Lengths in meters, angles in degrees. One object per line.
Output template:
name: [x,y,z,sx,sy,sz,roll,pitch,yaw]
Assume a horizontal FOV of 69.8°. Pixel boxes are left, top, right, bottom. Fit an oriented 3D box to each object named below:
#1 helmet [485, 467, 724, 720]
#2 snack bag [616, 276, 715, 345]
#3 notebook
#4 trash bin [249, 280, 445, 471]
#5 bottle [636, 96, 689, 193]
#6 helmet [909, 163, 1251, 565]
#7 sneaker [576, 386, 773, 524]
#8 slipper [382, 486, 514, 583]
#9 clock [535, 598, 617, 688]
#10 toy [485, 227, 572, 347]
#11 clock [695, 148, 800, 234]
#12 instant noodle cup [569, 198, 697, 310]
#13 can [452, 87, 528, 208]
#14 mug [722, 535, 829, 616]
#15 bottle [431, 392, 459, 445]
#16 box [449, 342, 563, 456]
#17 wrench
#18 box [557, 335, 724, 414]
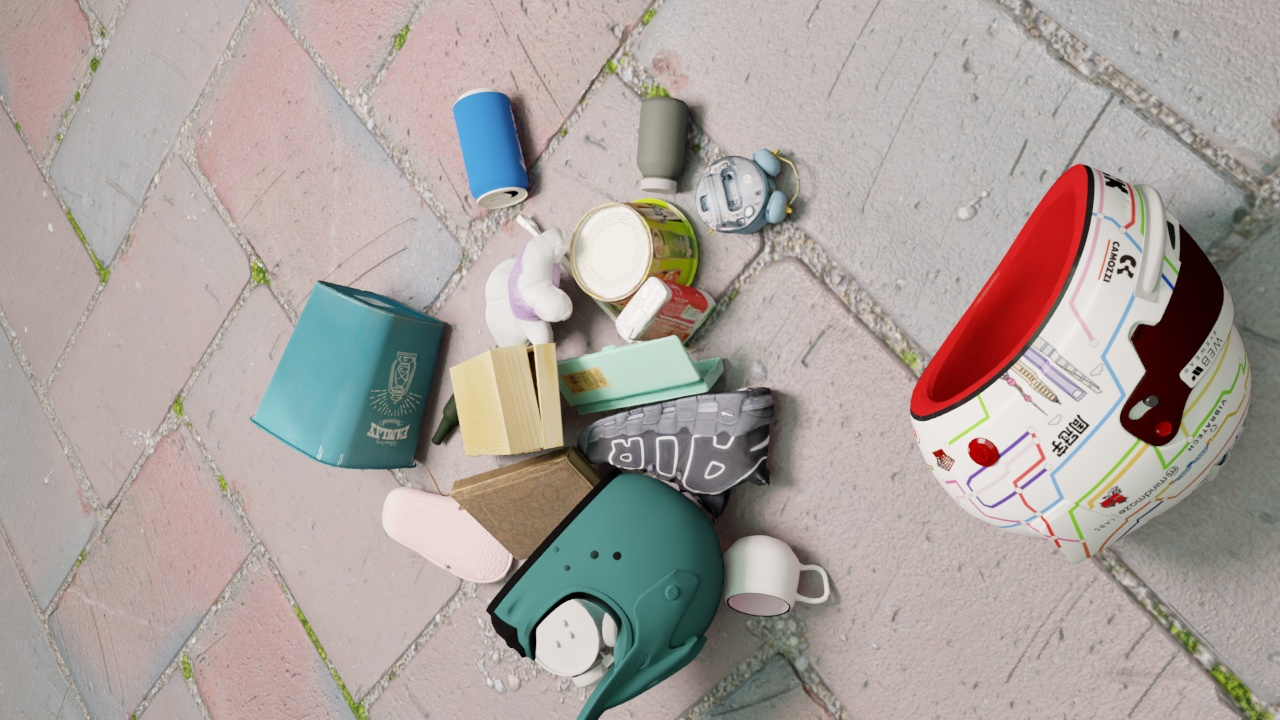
helmet: [-0.024,0.264,0.998,0.200,0.177,0.274,42,75,8]
snack bag: [0.031,-0.055,1.082,0.077,0.115,0.036,-51,60,20]
notebook: [-0.138,0.172,1.159,0.216,0.034,0.190,-21,122,35]
trash bin: [-0.403,0.018,1.309,0.199,0.196,0.218,23,96,28]
bottle: [0.026,-0.260,1.114,0.060,0.060,0.108,6,93,31]
helmet: [0.393,0.017,0.796,0.236,0.230,0.315,28,111,0]
sneaker: [0.049,0.123,1.087,0.253,0.097,0.150,-14,86,25]
slipper: [-0.272,0.239,1.300,0.222,0.055,0.107,17,97,21]
clock: [-0.076,0.355,1.173,0.159,0.061,0.120,31,106,16]
toy: [-0.144,-0.079,1.163,0.210,0.085,0.137,150,118,-66]
clock: [0.125,-0.193,1.061,0.125,0.051,0.088,-16,80,29]
instant noodle cup: [-0.013,-0.129,1.116,0.146,0.097,0.146,0,91,31]
can: [-0.202,-0.286,1.240,0.079,0.078,0.146,-18,81,30]
mug: [0.152,0.242,1.035,0.124,0.090,0.076,8,55,2]
bottle: [-0.263,0.071,1.307,0.033,0.033,0.123,44,112,23]
box: [-0.166,0.052,1.150,0.250,0.091,0.128,165,91,-68]
wrench: [-0.078,-0.105,1.188,0.273,0.047,0.009,47,108,25]
box: [-0.006,0.010,1.103,0.188,0.112,0.078,-14,38,31]
